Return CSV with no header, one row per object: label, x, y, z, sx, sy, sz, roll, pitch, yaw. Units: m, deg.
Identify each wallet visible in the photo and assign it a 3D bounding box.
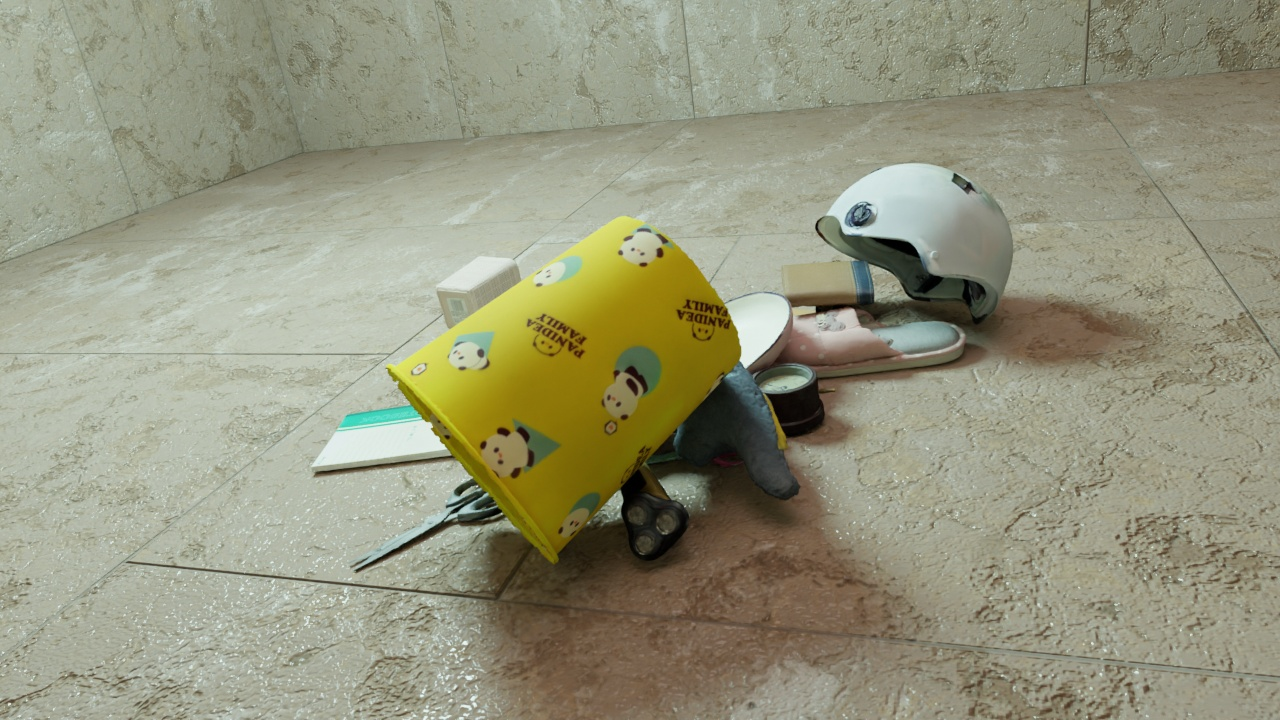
wallet,0.242,-0.099,1.193,0.115,0.033,0.090,-2,37,6

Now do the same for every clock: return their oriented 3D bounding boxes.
clock,0.150,0.046,1.021,0.122,0.055,0.082,-15,25,-10

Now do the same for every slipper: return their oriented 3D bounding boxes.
slipper,0.264,-0.029,1.145,0.274,0.054,0.114,-2,29,9

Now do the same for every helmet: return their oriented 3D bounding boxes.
helmet,0.370,-0.174,1.197,0.229,0.146,0.259,29,4,-43

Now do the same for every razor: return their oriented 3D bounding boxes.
razor,0.001,0.130,0.879,0.062,0.067,0.167,-46,18,4

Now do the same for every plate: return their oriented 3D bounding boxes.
plate,0.107,-0.011,1.132,0.193,0.039,0.192,-28,25,14

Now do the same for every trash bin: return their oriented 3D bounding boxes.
trash bin,-0.060,0.015,0.846,0.255,0.230,0.230,-41,34,-15

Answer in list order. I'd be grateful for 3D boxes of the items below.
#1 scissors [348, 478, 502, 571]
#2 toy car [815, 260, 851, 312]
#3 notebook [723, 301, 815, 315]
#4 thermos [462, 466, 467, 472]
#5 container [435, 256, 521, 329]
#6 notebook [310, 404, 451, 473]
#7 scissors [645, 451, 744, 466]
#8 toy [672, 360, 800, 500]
scissors,-0.214,0.163,0.935,0.173,0.014,0.142,-10,27,1
toy car,0.269,-0.086,1.268,0.042,0.070,0.157,5,29,25
notebook,0.133,-0.051,1.306,0.212,0.012,0.149,9,28,33
thermos,-0.150,0.059,1.083,0.073,0.073,0.223,-5,23,8
container,-0.256,-0.102,1.463,0.090,0.090,0.110,8,32,32
notebook,-0.281,0.087,1.131,0.209,0.012,0.150,-8,23,2
scissors,0.051,0.098,0.988,0.135,0.017,0.064,-8,32,11
toy,0.048,0.050,0.978,0.357,0.091,0.137,12,68,49
